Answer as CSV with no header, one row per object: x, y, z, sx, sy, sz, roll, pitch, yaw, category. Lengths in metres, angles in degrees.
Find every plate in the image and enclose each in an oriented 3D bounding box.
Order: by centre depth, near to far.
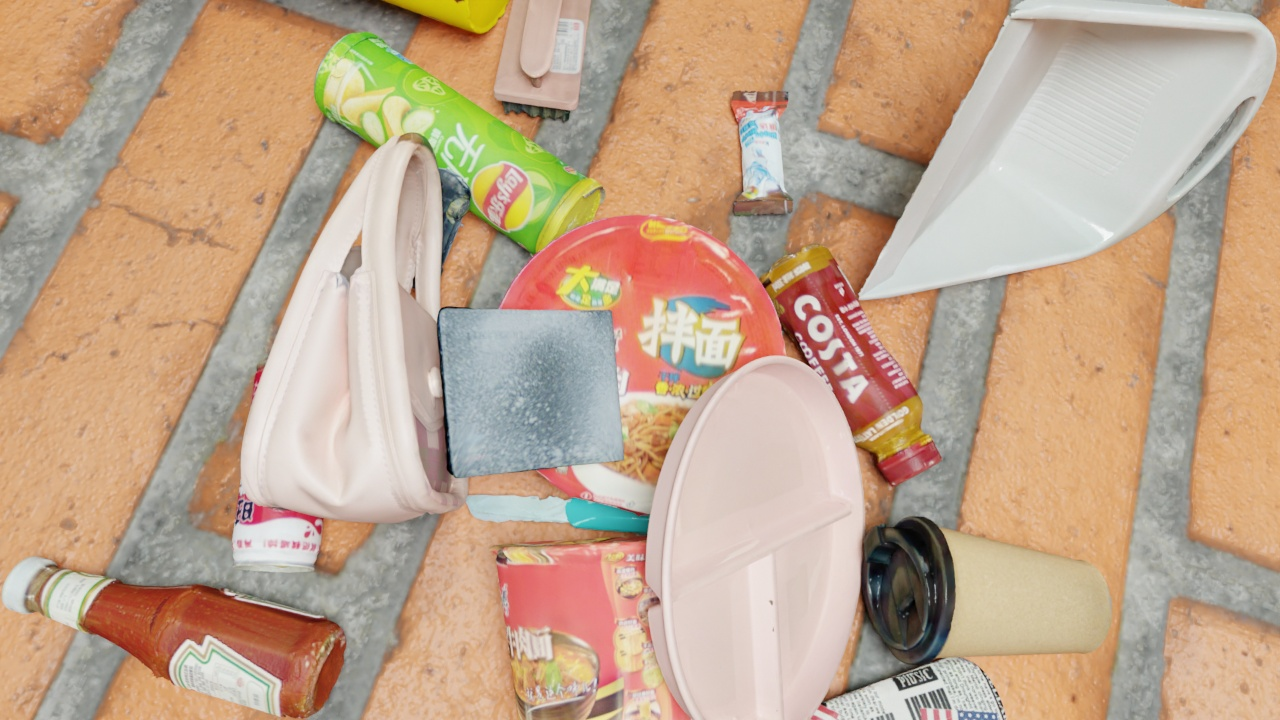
0.074,0.112,0.547,0.028,0.229,0.229,0,66,39,plate

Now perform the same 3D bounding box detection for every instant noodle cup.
-0.018,0.162,0.550,0.138,0.138,0.108,-3,80,-5,instant noodle cup
-0.004,0.004,0.619,0.194,0.066,0.193,0,84,-5,instant noodle cup

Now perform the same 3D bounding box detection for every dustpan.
0.304,-0.136,0.616,0.142,0.223,0.256,37,49,17,dustpan

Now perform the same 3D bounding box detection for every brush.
-0.070,-0.260,0.706,0.063,0.073,0.145,7,70,-1,brush

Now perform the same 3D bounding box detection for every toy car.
-0.147,-0.093,0.645,0.043,0.034,0.091,33,116,11,toy car

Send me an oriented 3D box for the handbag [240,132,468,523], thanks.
-0.150,-0.021,0.550,0.093,0.193,0.234,3,79,-2,handbag

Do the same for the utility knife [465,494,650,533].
-0.010,0.103,0.626,0.218,0.013,0.029,4,74,-6,utility knife

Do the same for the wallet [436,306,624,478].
-0.063,0.017,0.545,0.120,0.019,0.097,-1,83,-38,wallet

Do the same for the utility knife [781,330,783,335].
0.020,-0.017,0.665,0.171,0.015,0.033,1,75,-4,utility knife

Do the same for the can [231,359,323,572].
-0.231,0.069,0.599,0.053,0.053,0.132,2,72,-4,can

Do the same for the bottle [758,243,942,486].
0.149,0.003,0.647,0.057,0.057,0.175,-26,76,-12,bottle

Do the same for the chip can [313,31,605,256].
-0.134,-0.156,0.668,0.221,0.073,0.072,34,73,7,chip can

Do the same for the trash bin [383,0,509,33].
-0.203,-0.377,0.662,0.255,0.230,0.229,23,72,-3,trash bin

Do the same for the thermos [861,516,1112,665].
0.221,0.152,0.594,0.143,0.093,0.093,7,72,-11,thermos

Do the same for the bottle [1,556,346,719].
-0.287,0.164,0.564,0.206,0.060,0.059,15,72,4,bottle

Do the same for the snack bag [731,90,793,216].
0.094,-0.161,0.712,0.048,0.026,0.104,0,72,8,snack bag

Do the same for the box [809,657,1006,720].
0.153,0.240,0.585,0.164,0.051,0.068,-14,84,-7,box
